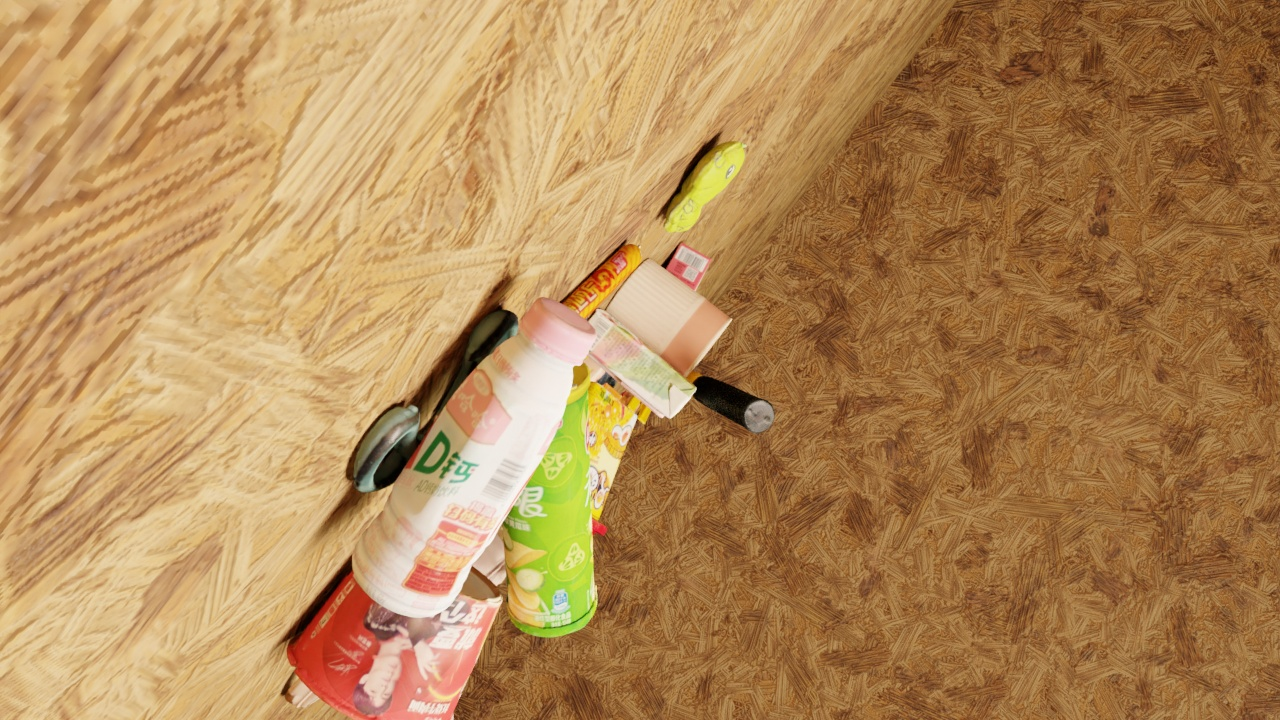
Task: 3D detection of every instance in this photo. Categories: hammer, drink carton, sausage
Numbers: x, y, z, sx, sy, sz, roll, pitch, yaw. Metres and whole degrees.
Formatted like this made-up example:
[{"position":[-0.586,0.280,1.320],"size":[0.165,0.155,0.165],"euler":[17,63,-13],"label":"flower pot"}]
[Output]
[{"position":[0.065,0.030,0.952],"size":[0.128,0.033,0.301],"euler":[-45,-164,-6],"label":"hammer"},{"position":[-0.005,0.005,0.885],"size":[0.045,0.122,0.053],"euler":[-50,177,2],"label":"drink carton"},{"position":[-0.043,-0.047,0.714],"size":[0.164,0.021,0.022],"euler":[-49,175,-39],"label":"sausage"}]

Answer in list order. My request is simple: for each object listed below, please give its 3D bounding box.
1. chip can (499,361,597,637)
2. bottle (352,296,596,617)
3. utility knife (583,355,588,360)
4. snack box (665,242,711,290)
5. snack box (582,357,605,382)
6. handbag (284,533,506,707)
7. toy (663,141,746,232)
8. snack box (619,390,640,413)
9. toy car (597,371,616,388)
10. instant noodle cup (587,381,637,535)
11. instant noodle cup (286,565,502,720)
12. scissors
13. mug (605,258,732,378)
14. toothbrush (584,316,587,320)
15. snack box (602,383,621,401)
[{"position":[-0.070,0.103,0.674],"size":[0.072,0.073,0.222],"euler":[-46,142,-54],"label":"chip can"},{"position":[-0.093,0.054,0.528],"size":[0.197,0.068,0.068],"euler":[-57,175,13],"label":"bottle"},{"position":[-0.041,-0.024,0.988],"size":[0.033,0.015,0.215],"euler":[-58,173,31],"label":"utility knife"},{"position":[0.029,-0.062,1.098],"size":[0.127,0.044,0.113],"euler":[-61,179,-16],"label":"snack box"},{"position":[-0.098,0.060,1.015],"size":[0.157,0.026,0.084],"euler":[-51,177,-6],"label":"snack box"},{"position":[-0.232,0.241,0.864],"size":[0.234,0.093,0.193],"euler":[-43,176,-5],"label":"handbag"},{"position":[0.055,-0.153,0.805],"size":[0.100,0.031,0.096],"euler":[-48,177,13],"label":"toy"},{"position":[-0.062,0.105,1.069],"size":[0.077,0.027,0.155],"euler":[-34,-164,47],"label":"snack box"},{"position":[-0.043,0.006,1.103],"size":[0.121,0.037,0.054],"euler":[-66,173,32],"label":"toy car"},{"position":[-0.072,0.079,0.796],"size":[0.116,0.116,0.123],"euler":[43,69,-51],"label":"instant noodle cup"},{"position":[-0.177,0.200,0.693],"size":[0.108,0.138,0.138],"euler":[-59,176,-3],"label":"instant noodle cup"},{"position":[-0.118,0.027,0.575],"size":[0.171,0.019,0.177],"euler":[-52,175,-10],"label":"scissors"},{"position":[0.018,-0.030,0.942],"size":[0.115,0.106,0.081],"euler":[-53,176,20],"label":"mug"},{"position":[-0.076,-0.001,0.829],"size":[0.017,0.014,0.190],"euler":[-38,170,-30],"label":"toothbrush"},{"position":[-0.081,0.079,1.078],"size":[0.075,0.026,0.154],"euler":[-56,-167,-30],"label":"snack box"}]
